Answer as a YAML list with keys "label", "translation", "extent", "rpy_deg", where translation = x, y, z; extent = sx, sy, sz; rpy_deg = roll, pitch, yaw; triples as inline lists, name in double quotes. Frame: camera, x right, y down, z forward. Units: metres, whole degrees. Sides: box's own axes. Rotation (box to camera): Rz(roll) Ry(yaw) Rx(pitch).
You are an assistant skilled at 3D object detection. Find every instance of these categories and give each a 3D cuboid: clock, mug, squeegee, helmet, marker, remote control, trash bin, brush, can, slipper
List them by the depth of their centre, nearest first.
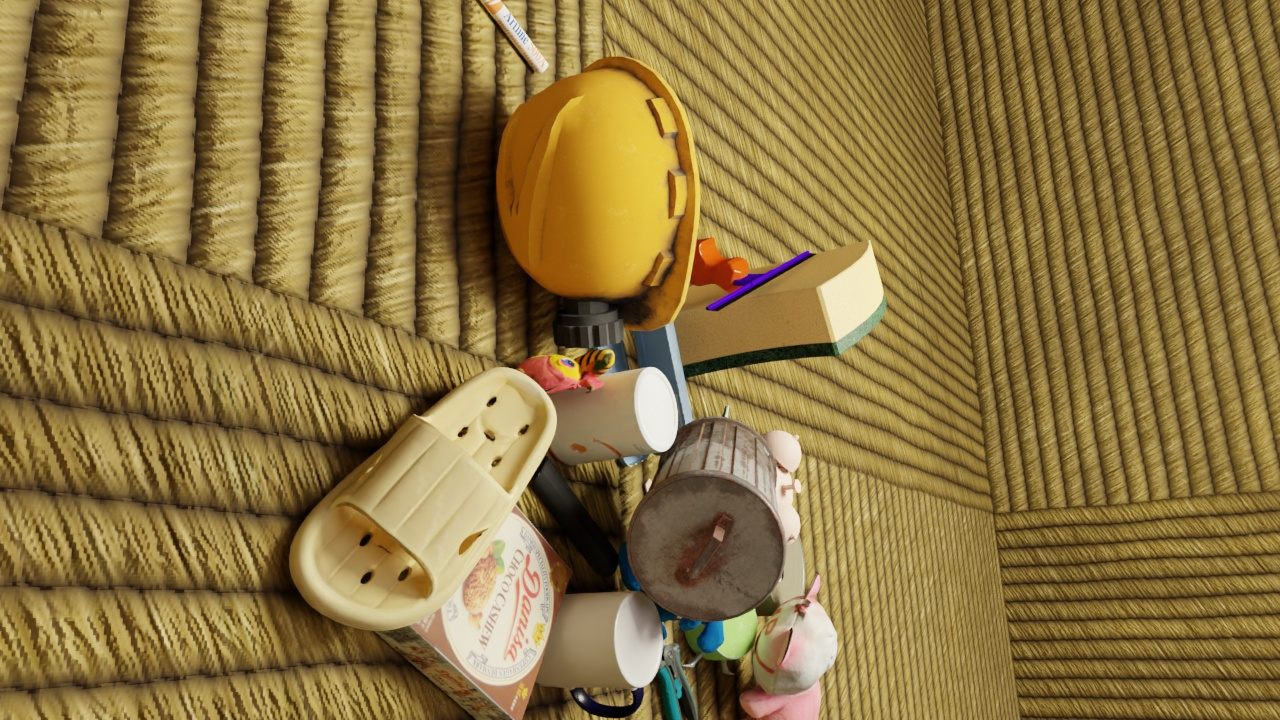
- label: "slipper"
  translation: [-0.133, 0.083, 0.665]
  extent: [0.111, 0.079, 0.260]
  rpy_deg: [44, 43, -5]
- label: "mug"
  translation: [-0.037, 0.258, 0.797]
  extent: [0.078, 0.097, 0.112]
  rpy_deg: [-26, 103, -59]
- label: "helmet"
  translation: [-0.061, -0.140, 0.826]
  extent: [0.131, 0.206, 0.255]
  rpy_deg: [-15, 108, -39]
- label: "trash bin"
  translation: [0.064, 0.137, 0.832]
  extent: [0.210, 0.131, 0.131]
  rpy_deg: [-57, 131, -76]
- label: "mug"
  translation: [-0.029, 0.053, 0.871]
  extent: [0.082, 0.105, 0.082]
  rpy_deg: [28, 57, -54]
- label: "remote control"
  translation: [-0.061, 0.150, 0.874]
  extent: [0.147, 0.015, 0.033]
  rpy_deg: [59, 35, -31]
- label: "marker"
  translation: [-0.139, -0.343, 0.905]
  extent: [0.145, 0.017, 0.017]
  rpy_deg: [47, 43, -43]
- label: "clock"
  translation: [0.095, 0.142, 0.997]
  extent: [0.086, 0.161, 0.130]
  rpy_deg: [41, 47, -49]
- label: "squeegee"
  translation: [0.062, -0.112, 1.027]
  extent: [0.248, 0.185, 0.055]
  rpy_deg: [-30, 141, -52]
- label: "clock"
  translation: [0.092, 0.290, 1.039]
  extent: [0.094, 0.043, 0.119]
  rpy_deg: [20, 63, -35]
- label: "brush"
  translation: [0.146, -0.057, 1.062]
  extent: [0.194, 0.251, 0.075]
  rpy_deg: [-37, 112, -54]
- label: "can"
  translation: [0.146, 0.253, 1.138]
  extent: [0.127, 0.073, 0.127]
  rpy_deg: [27, 58, -54]

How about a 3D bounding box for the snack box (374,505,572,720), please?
- label: "snack box"
  translation: [-0.125, 0.187, 0.726]
  extent: [0.147, 0.041, 0.142]
  rpy_deg: [57, 35, -32]

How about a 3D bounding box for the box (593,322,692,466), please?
- label: "box"
  translation: [-0.007, 0.006, 0.975]
  extent: [0.078, 0.073, 0.210]
  rpy_deg: [-13, 94, -46]

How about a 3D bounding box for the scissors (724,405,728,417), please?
- label: "scissors"
  translation: [0.094, 0.097, 1.169]
  extent: [0.120, 0.015, 0.138]
  rpy_deg: [55, 31, -37]

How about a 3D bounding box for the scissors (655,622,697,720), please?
- label: "scissors"
  translation: [0.032, 0.339, 0.968]
  extent: [0.131, 0.019, 0.149]
  rpy_deg: [45, 45, -45]

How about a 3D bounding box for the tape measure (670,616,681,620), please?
- label: "tape measure"
  translation: [0.038, 0.248, 0.992]
  extent: [0.059, 0.036, 0.065]
  rpy_deg: [55, 37, -37]

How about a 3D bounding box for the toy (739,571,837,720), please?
- label: "toy"
  translation: [0.175, 0.358, 1.066]
  extent: [0.141, 0.084, 0.213]
  rpy_deg: [-32, 135, -45]

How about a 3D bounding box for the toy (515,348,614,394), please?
- label: "toy"
  translation: [-0.072, 0.013, 0.828]
  extent: [0.103, 0.084, 0.046]
  rpy_deg: [-14, 86, -24]

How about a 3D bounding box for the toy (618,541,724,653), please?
- label: "toy"
  translation: [0.028, 0.227, 0.869]
  extent: [0.070, 0.177, 0.113]
  rpy_deg: [-40, 100, -24]
